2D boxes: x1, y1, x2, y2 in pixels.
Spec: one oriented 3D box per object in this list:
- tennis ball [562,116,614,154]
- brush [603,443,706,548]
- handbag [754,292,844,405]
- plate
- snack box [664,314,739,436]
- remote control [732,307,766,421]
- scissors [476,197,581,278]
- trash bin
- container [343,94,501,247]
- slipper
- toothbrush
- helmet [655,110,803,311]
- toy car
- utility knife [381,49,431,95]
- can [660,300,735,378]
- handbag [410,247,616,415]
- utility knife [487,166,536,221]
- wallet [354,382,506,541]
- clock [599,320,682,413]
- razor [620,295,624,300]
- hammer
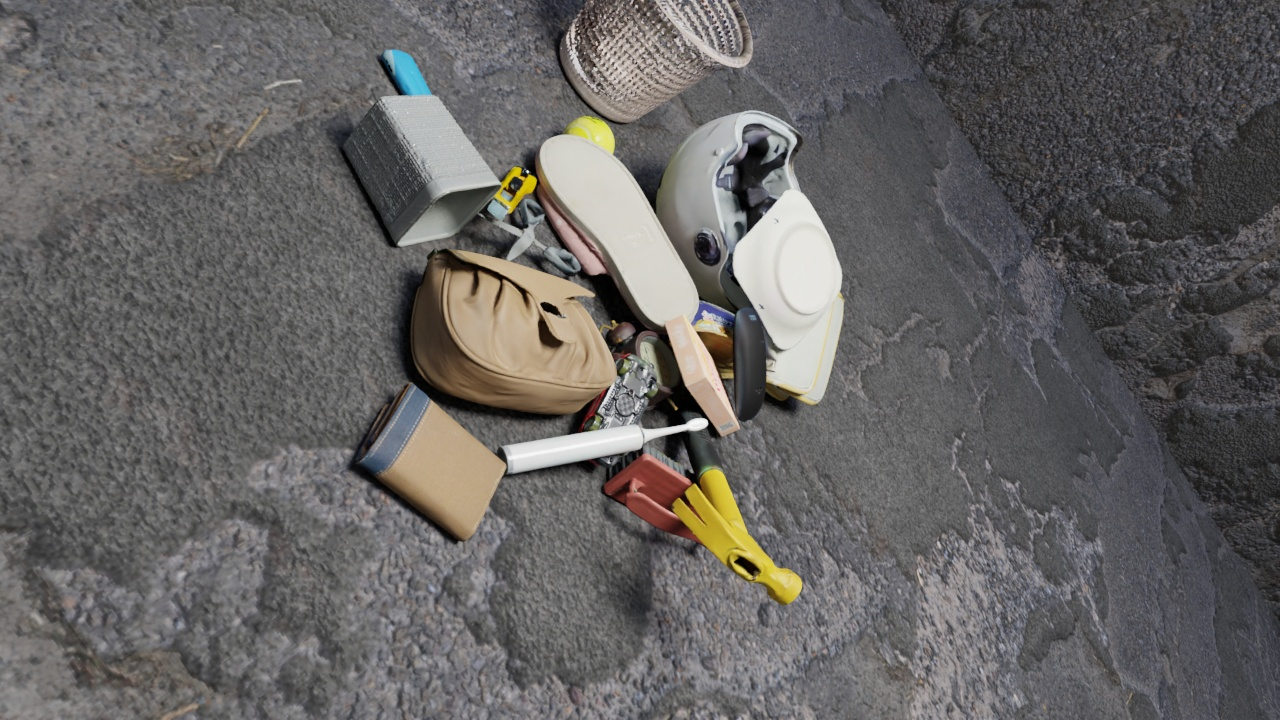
[{"bbox_3d":[-0.065,-0.265,1.123,0.065,0.066,0.065,30,44,-33],"label":"tennis ball"},{"bbox_3d":[0.035,0.146,0.932,0.145,0.063,0.069,34,29,-32],"label":"brush"},{"bbox_3d":[0.196,-0.038,1.181,0.178,0.063,0.163,26,76,-51],"label":"handbag"},{"bbox_3d":[0.194,-0.112,1.126,0.164,0.034,0.163,-48,120,-27],"label":"plate"},{"bbox_3d":[0.072,0.020,1.042,0.157,0.026,0.084,53,17,-58],"label":"snack box"},{"bbox_3d":[0.130,0.006,1.080,0.053,0.024,0.136,-14,105,-47],"label":"remote control"},{"bbox_3d":[-0.116,-0.129,0.967,0.159,0.014,0.178,41,24,-34],"label":"scissors"},{"bbox_3d":[0.006,-0.432,1.222,0.227,0.193,0.227,29,44,-34],"label":"trash bin"},{"bbox_3d":[-0.211,-0.184,0.871,0.114,0.090,0.090,57,35,5],"label":"container"},{"bbox_3d":[-0.031,-0.144,1.062,0.114,0.055,0.274,-31,80,-30],"label":"slipper"},{"bbox_3d":[-0.029,0.077,0.873,0.220,0.026,0.026,-8,75,-29],"label":"toothbrush"},{"bbox_3d":[0.104,-0.187,1.183,0.228,0.146,0.259,-30,122,-48],"label":"helmet"},{"bbox_3d":[-0.026,0.049,0.921,0.053,0.045,0.120,40,64,-24],"label":"toy car"},{"bbox_3d":[-0.223,-0.256,0.970,0.034,0.018,0.162,-26,87,-51],"label":"utility knife"},{"bbox_3d":[0.083,-0.025,1.110,0.148,0.075,0.049,21,46,-42],"label":"can"},{"bbox_3d":[-0.112,-0.029,0.858,0.204,0.100,0.147,12,51,-48],"label":"handbag"},{"bbox_3d":[-0.134,-0.178,0.969,0.033,0.015,0.192,29,22,-10],"label":"utility knife"},{"bbox_3d":[-0.171,0.084,0.762,0.115,0.033,0.090,43,41,-21],"label":"wallet"},{"bbox_3d":[-0.006,0.006,0.995,0.122,0.055,0.081,37,41,-31],"label":"clock"},{"bbox_3d":[0.028,-0.064,1.118,0.132,0.028,0.043,35,38,-32],"label":"razor"},{"bbox_3d":[0.071,0.118,0.912,0.129,0.033,0.300,40,13,-20],"label":"hammer"}]
